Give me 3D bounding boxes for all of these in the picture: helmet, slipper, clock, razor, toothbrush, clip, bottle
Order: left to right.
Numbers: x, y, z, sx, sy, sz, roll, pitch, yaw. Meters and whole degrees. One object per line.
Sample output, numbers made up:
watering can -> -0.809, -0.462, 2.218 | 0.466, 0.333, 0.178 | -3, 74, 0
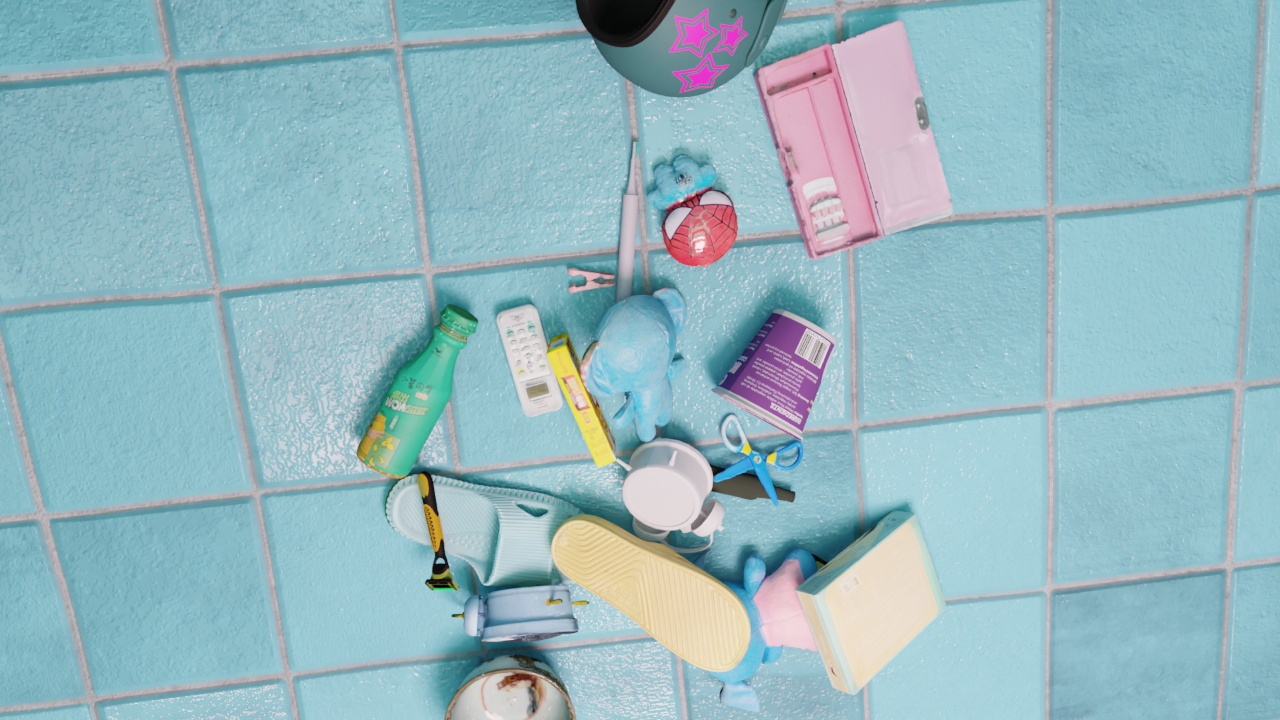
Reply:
bottle -> -0.256, 0.034, 1.073 | 0.068, 0.068, 0.210 | 29, 99, -10
razor -> -0.244, 0.202, 1.086 | 0.044, 0.021, 0.144 | -9, 93, 32
slipper -> -0.178, 0.210, 1.119 | 0.276, 0.069, 0.116 | 16, 97, -7
clock -> -0.150, 0.310, 1.110 | 0.162, 0.118, 0.060 | -10, 72, 13
clip -> -0.061, -0.090, 1.084 | 0.059, 0.023, 0.045 | 22, 104, -7
toothbrush -> -0.013, -0.160, 1.073 | 0.019, 0.018, 0.188 | 3, 102, -7
slipper -> 0.015, 0.268, 1.100 | 0.263, 0.078, 0.099 | 29, 95, 7
clock -> 0.038, 0.168, 1.116 | 0.120, 0.060, 0.159 | -11, 117, 24
helmet -> 0.070, -0.403, 0.936 | 0.176, 0.199, 0.275 | 43, 116, 32
bottle -> 0.134, 0.158, 1.146 | 0.123, 0.033, 0.033 | 14, 101, -7

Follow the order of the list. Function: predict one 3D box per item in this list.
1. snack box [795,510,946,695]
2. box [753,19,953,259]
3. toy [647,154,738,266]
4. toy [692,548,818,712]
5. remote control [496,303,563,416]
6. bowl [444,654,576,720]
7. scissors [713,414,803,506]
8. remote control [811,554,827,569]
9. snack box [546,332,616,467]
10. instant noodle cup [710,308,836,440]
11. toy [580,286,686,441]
snack box -> 0.291, 0.296, 1.137 | 0.193, 0.044, 0.141 | -29, 105, -31
box -> 0.246, -0.251, 1.062 | 0.179, 0.040, 0.233 | -17, 103, 4
toy -> 0.061, -0.173, 1.056 | 0.092, 0.062, 0.133 | -24, 91, -6
toy -> 0.147, 0.335, 1.150 | 0.191, 0.099, 0.224 | -17, 93, -1
remote control -> -0.132, 0.000, 1.097 | 0.050, 0.022, 0.133 | -15, 103, -1
bowl -> -0.161, 0.434, 1.153 | 0.160, 0.094, 0.160 | -1, 102, -4
scissors -> 0.144, 0.121, 1.133 | 0.125, 0.013, 0.126 | -24, 81, -18
remote control -> 0.264, 0.308, 1.197 | 0.133, 0.013, 0.058 | 29, 99, -10
snack box -> -0.069, 0.046, 1.085 | 0.025, 0.075, 0.152 | -23, 103, 3
instant noodle cup -> 0.171, 0.014, 1.086 | 0.136, 0.122, 0.122 | 30, 89, -37
toy -> -0.006, 0.006, 1.076 | 0.115, 0.182, 0.181 | 16, 132, 33
